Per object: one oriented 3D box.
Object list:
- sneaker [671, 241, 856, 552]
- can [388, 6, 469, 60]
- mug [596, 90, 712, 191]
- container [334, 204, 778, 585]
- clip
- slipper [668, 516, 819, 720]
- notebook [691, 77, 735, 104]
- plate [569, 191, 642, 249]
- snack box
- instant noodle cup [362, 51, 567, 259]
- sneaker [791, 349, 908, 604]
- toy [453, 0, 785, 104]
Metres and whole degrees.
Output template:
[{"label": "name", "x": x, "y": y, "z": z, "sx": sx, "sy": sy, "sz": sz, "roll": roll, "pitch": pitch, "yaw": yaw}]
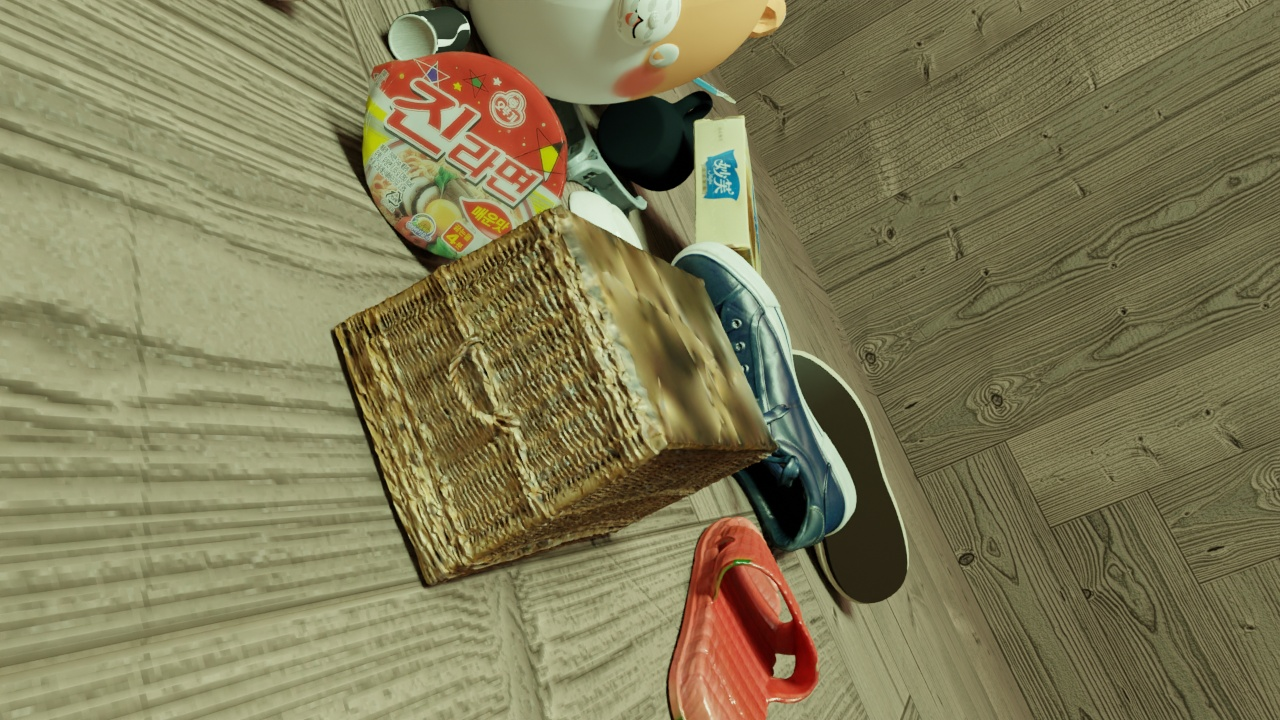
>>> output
[{"label": "sneaker", "x": 0.090, "y": 0.036, "z": 0.809, "sx": 0.127, "sy": 0.121, "sz": 0.294, "roll": -22, "pitch": 87, "yaw": -51}, {"label": "can", "x": -0.135, "y": -0.210, "z": 0.591, "sx": 0.031, "sy": 0.032, "sz": 0.080, "roll": 57, "pitch": 17, "yaw": -18}, {"label": "mug", "x": 0.021, "y": -0.235, "z": 0.941, "sx": 0.085, "sy": 0.122, "sz": 0.094, "roll": 61, "pitch": 18, "yaw": 11}, {"label": "container", "x": -0.026, "y": 0.018, "z": 0.428, "sx": 0.113, "sy": 0.113, "sz": 0.198, "roll": 67, "pitch": 18, "yaw": 12}, {"label": "clip", "x": -0.031, "y": -0.175, "z": 0.859, "sx": 0.164, "sy": 0.031, "sz": 0.168, "roll": 48, "pitch": 23, "yaw": -38}, {"label": "slipper", "x": 0.075, "y": 0.172, "z": 0.591, "sx": 0.103, "sy": 0.059, "sz": 0.248, "roll": 60, "pitch": 18, "yaw": -8}, {"label": "notebook", "x": -0.014, "y": -0.346, "z": 0.984, "sx": 0.253, "sy": 0.009, "sz": 0.180, "roll": 32, "pitch": 16, "yaw": 3}, {"label": "plate", "x": -0.021, "y": -0.102, "z": 0.778, "sx": 0.104, "sy": 0.026, "sz": 0.104, "roll": 53, "pitch": 19, "yaw": -29}, {"label": "snack box", "x": 0.095, "y": -0.131, "z": 0.963, "sx": 0.207, "sy": 0.055, "sz": 0.153, "roll": 65, "pitch": 24, "yaw": -65}, {"label": "instant noodle cup", "x": -0.087, "y": -0.115, "z": 0.499, "sx": 0.100, "sy": 0.100, "sz": 0.112, "roll": 58, "pitch": 8, "yaw": -17}, {"label": "sneaker", "x": 0.187, "y": 0.108, "z": 0.962, "sx": 0.294, "sy": 0.111, "sz": 0.116, "roll": 60, "pitch": -3, "yaw": -17}, {"label": "toy", "x": -0.011, "y": -0.332, "z": 0.710, "sx": 0.263, "sy": 0.280, "sz": 0.265, "roll": 99, "pitch": -12, "yaw": -48}]
